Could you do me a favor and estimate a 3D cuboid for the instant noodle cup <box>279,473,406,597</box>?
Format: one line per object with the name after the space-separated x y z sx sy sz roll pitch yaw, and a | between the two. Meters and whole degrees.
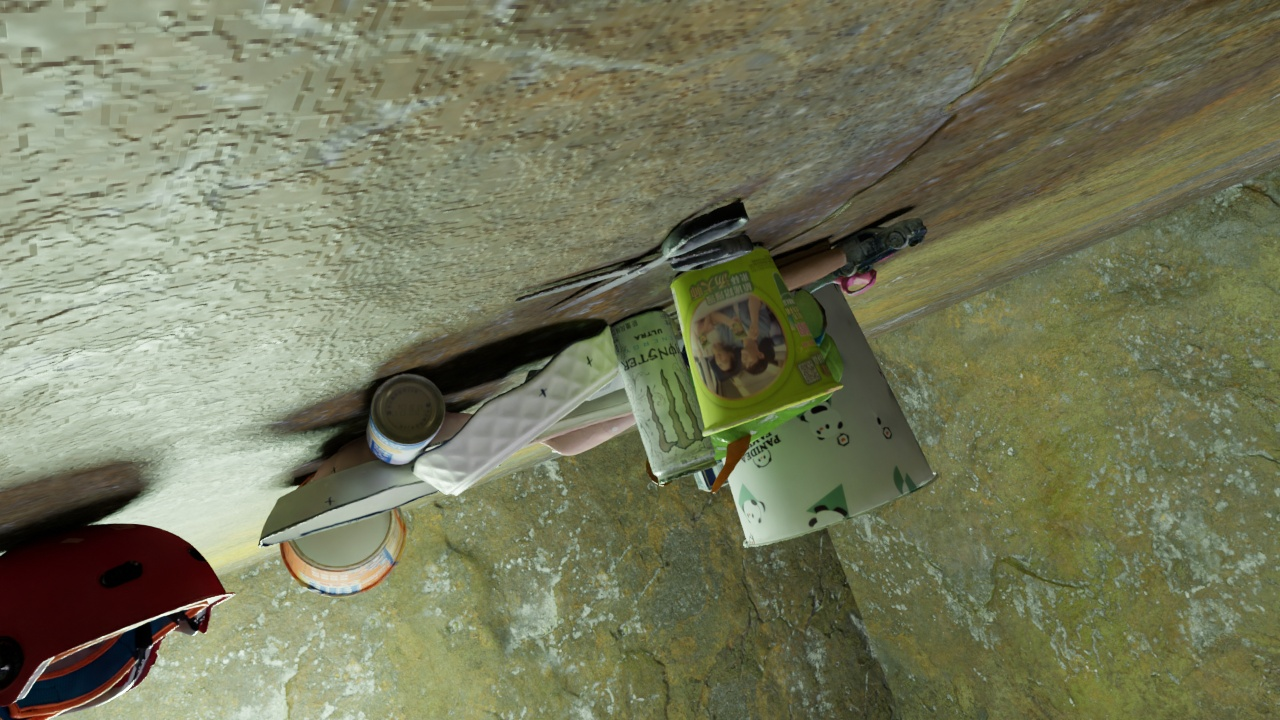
-0.352 0.197 1.082 0.151 0.151 0.112 -18 165 -21 | instant noodle cup

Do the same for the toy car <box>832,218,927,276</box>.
0.209 -0.101 0.810 0.091 0.034 0.042 -27 168 41 | toy car

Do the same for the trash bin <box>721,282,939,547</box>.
0.178 0.053 1.038 0.229 0.252 0.229 -21 174 -3 | trash bin

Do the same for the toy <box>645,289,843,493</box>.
0.095 0.031 0.878 0.090 0.226 0.247 34 144 -24 | toy

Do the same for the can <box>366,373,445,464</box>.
-0.187 0.049 0.723 0.053 0.053 0.135 -18 173 -21 | can

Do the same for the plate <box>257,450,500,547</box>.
-0.245 0.121 0.873 0.162 0.034 0.265 -23 173 20 | plate

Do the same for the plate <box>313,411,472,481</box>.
-0.250 0.092 0.956 0.192 0.039 0.192 -21 174 -3 | plate

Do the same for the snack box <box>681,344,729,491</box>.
0.129 0.049 1.159 0.177 0.182 0.046 -20 178 -10 | snack box

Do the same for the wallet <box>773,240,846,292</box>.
0.115 -0.068 0.809 0.115 0.033 0.090 -21 177 -8 | wallet

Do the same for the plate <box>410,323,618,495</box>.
-0.099 0.046 0.778 0.205 0.045 0.205 -36 179 -1 | plate

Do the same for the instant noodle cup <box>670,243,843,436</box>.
0.080 -0.018 0.700 0.111 0.123 0.112 -19 175 -2 | instant noodle cup

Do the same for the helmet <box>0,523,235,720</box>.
-0.480 0.211 0.782 0.240 0.144 0.206 -37 170 14 | helmet

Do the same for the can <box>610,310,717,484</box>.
0.019 0.032 0.811 0.058 0.146 0.058 -18 171 -3 | can

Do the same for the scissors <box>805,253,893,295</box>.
0.199 -0.088 0.900 0.118 0.017 0.133 -44 -162 -15 | scissors

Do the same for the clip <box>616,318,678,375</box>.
-0.013 -0.010 0.904 0.099 0.034 0.070 -28 175 -14 | clip

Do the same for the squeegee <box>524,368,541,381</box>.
-0.121 0.052 1.042 0.250 0.040 0.247 -24 174 35 | squeegee

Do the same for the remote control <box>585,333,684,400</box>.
-0.006 0.006 0.990 0.124 0.024 0.049 -20 146 -32 | remote control

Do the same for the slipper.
-0.065 0.065 1.097 0.275 0.054 0.114 -20 -155 12 | slipper

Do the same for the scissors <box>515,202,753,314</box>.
0.004 -0.060 0.588 0.178 0.014 0.160 -17 173 -24 | scissors
